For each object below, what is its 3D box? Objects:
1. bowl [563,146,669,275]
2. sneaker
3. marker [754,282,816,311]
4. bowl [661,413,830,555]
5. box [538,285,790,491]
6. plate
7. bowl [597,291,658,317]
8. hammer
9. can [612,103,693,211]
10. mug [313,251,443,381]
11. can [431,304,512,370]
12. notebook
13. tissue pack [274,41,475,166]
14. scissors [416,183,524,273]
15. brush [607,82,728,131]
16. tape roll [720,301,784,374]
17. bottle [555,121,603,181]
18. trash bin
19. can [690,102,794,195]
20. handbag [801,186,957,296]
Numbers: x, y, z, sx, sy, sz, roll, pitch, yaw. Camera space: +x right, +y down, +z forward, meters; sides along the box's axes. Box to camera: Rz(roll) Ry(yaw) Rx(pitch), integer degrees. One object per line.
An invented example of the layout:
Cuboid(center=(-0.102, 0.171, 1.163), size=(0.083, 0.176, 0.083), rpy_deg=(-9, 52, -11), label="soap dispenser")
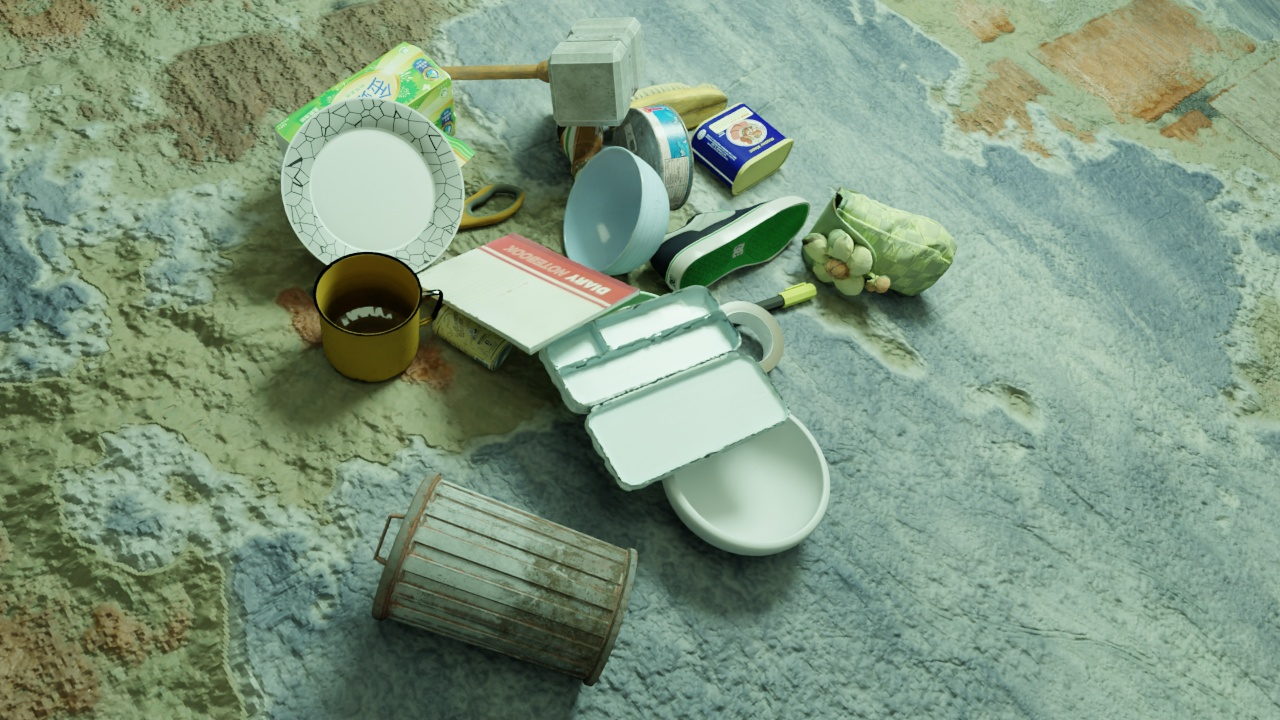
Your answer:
Cuboid(center=(-0.017, -0.165, 1.064), size=(0.074, 0.151, 0.150), rpy_deg=(10, 51, -38), label="bowl")
Cuboid(center=(0.110, -0.159, 1.129), size=(0.234, 0.084, 0.079), rpy_deg=(-27, 55, -29), label="sneaker")
Cuboid(center=(0.160, -0.071, 1.119), size=(0.123, 0.018, 0.021), rpy_deg=(-19, 63, -25), label="marker")
Cuboid(center=(0.100, 0.123, 0.939), size=(0.176, 0.066, 0.176), rpy_deg=(8, 55, -11), label="bowl")
Cuboid(center=(0.026, 0.021, 0.915), size=(0.208, 0.037, 0.189), rpy_deg=(-23, 68, -26), label="box")
Cuboid(center=(-0.280, -0.179, 0.969), size=(0.188, 0.016, 0.188), rpy_deg=(-3, 97, -28), label="plate")
Cuboid(center=(-0.006, 0.006, 0.981), size=(0.151, 0.077, 0.150), rpy_deg=(8, 56, -11), label="bowl")
Cuboid(center=(-0.165, -0.347, 1.105), size=(0.318, 0.083, 0.162), rpy_deg=(2, 34, 10), label="hammer")
Cuboid(center=(0.013, -0.245, 1.124), size=(0.044, 0.130, 0.130), rpy_deg=(-14, 62, -25), label="can")
Cuboid(center=(-0.261, -0.043, 0.926), size=(0.123, 0.094, 0.100), rpy_deg=(-12, 62, -21), label="mug")
Cuboid(center=(-0.179, -0.026, 0.975), size=(0.079, 0.038, 0.038), rpy_deg=(33, 54, 7), label="can")
Cuboid(center=(-0.127, -0.078, 0.970), size=(0.209, 0.012, 0.152), rpy_deg=(27, 44, 36), label="notebook")
Cuboid(center=(-0.281, -0.239, 1.031), size=(0.141, 0.120, 0.197), rpy_deg=(41, 72, 13), label="tissue pack")
Cuboid(center=(-0.248, -0.177, 1.072), size=(0.224, 0.016, 0.216), rpy_deg=(-35, 73, -30), label="scissors")
Cuboid(center=(0.036, -0.342, 1.242), size=(0.195, 0.059, 0.043), rpy_deg=(-19, 55, -29), label="brush")
Cuboid(center=(0.116, -0.020, 1.053), size=(0.093, 0.030, 0.093), rpy_deg=(5, 66, -12), label="tape roll")
Cuboid(center=(-0.075, -0.280, 1.166), size=(0.059, 0.059, 0.167), rpy_deg=(0, 57, -17), label="bottle")
Cuboid(center=(-0.123, 0.187, 0.792), size=(0.211, 0.131, 0.130), rpy_deg=(20, 53, -4), label="trash bin")
Cuboid(center=(0.134, -0.288, 1.235), size=(0.092, 0.057, 0.116), rpy_deg=(44, 56, 16), label="can")
Cuboid(center=(0.293, -0.132, 1.145), size=(0.186, 0.113, 0.116), rpy_deg=(22, 61, -2), label="handbag")
